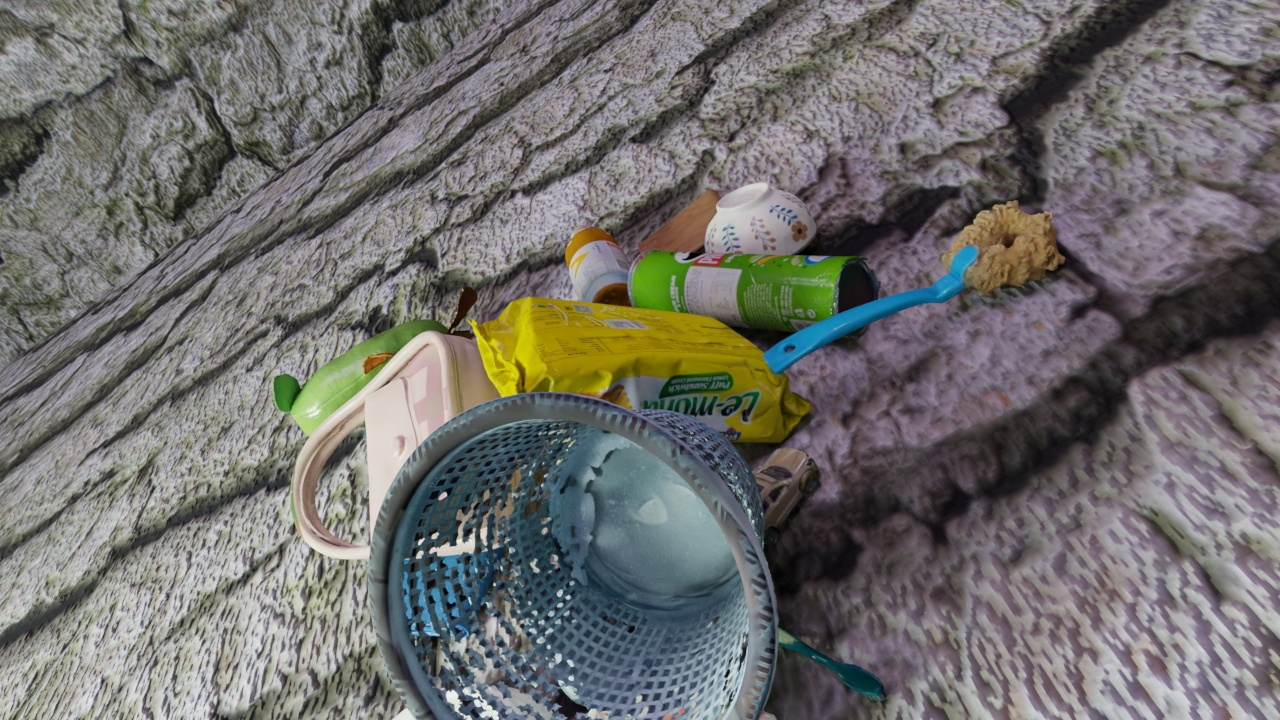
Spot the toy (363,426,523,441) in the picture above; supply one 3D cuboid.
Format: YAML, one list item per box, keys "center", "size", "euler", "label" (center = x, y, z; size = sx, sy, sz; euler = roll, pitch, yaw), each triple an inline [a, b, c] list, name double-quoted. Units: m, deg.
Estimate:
- center: [-0.173, 0.055, 0.936]
  size: [0.357, 0.091, 0.137]
  euler: [-22, 30, 30]
  label: "toy"

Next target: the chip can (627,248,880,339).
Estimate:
- center: [0.095, -0.063, 0.833]
  size: [0.236, 0.072, 0.072]
  euler: [8, 54, 43]
  label: "chip can"

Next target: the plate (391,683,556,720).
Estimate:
- center: [-0.143, 0.315, 0.632]
  size: [0.205, 0.045, 0.204]
  euler: [-25, 35, 19]
  label: "plate"

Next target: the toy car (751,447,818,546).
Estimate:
- center: [0.094, 0.100, 0.679]
  size: [0.090, 0.035, 0.042]
  euler: [-48, 35, -19]
  label: "toy car"

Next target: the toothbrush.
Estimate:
- center: [0.086, 0.180, 0.607]
  size: [0.016, 0.018, 0.192]
  euler: [-50, 32, -18]
  label: "toothbrush"

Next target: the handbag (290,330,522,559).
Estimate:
- center: [-0.225, 0.095, 0.833]
  size: [0.235, 0.093, 0.193]
  euler: [-21, 62, 24]
  label: "handbag"

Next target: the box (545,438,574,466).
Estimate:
- center: [-0.024, 0.084, 0.756]
  size: [0.091, 0.079, 0.168]
  euler: [-39, 26, -1]
  label: "box"

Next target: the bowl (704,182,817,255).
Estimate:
- center: [0.111, -0.136, 0.909]
  size: [0.113, 0.062, 0.113]
  euler: [-22, 25, 11]
  label: "bowl"

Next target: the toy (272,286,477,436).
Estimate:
- center: [-0.287, 0.012, 1.044]
  size: [0.246, 0.090, 0.227]
  euler: [-32, -7, -22]
  label: "toy"

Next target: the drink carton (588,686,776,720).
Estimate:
- center: [0.027, 0.233, 0.566]
  size: [0.123, 0.045, 0.053]
  euler: [1, 38, 43]
  label: "drink carton"

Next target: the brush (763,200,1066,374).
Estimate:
- center: [0.212, -0.053, 0.710]
  size: [0.254, 0.046, 0.083]
  euler: [-25, 39, -4]
  label: "brush"

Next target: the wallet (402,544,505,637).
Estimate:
- center: [-0.175, 0.186, 0.830]
  size: [0.106, 0.040, 0.132]
  euler: [-7, 43, 27]
  label: "wallet"

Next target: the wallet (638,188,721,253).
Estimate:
- center: [0.051, -0.139, 1.034]
  size: [0.115, 0.020, 0.101]
  euler: [-35, 31, 9]
  label: "wallet"

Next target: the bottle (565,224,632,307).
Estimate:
- center: [-0.046, -0.101, 1.033]
  size: [0.068, 0.068, 0.189]
  euler: [-34, 32, 6]
  label: "bottle"

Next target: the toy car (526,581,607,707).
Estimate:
- center: [-0.050, 0.206, 0.687]
  size: [0.054, 0.037, 0.121]
  euler: [-43, 30, -7]
  label: "toy car"

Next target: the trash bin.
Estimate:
- center: [-0.013, 0.118, 0.557]
  size: [0.227, 0.226, 0.194]
  euler: [-25, -2, 20]
  label: "trash bin"

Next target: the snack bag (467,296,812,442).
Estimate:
- center: [-0.004, 0.004, 0.740]
  size: [0.158, 0.246, 0.068]
  euler: [44, 126, 58]
  label: "snack bag"
